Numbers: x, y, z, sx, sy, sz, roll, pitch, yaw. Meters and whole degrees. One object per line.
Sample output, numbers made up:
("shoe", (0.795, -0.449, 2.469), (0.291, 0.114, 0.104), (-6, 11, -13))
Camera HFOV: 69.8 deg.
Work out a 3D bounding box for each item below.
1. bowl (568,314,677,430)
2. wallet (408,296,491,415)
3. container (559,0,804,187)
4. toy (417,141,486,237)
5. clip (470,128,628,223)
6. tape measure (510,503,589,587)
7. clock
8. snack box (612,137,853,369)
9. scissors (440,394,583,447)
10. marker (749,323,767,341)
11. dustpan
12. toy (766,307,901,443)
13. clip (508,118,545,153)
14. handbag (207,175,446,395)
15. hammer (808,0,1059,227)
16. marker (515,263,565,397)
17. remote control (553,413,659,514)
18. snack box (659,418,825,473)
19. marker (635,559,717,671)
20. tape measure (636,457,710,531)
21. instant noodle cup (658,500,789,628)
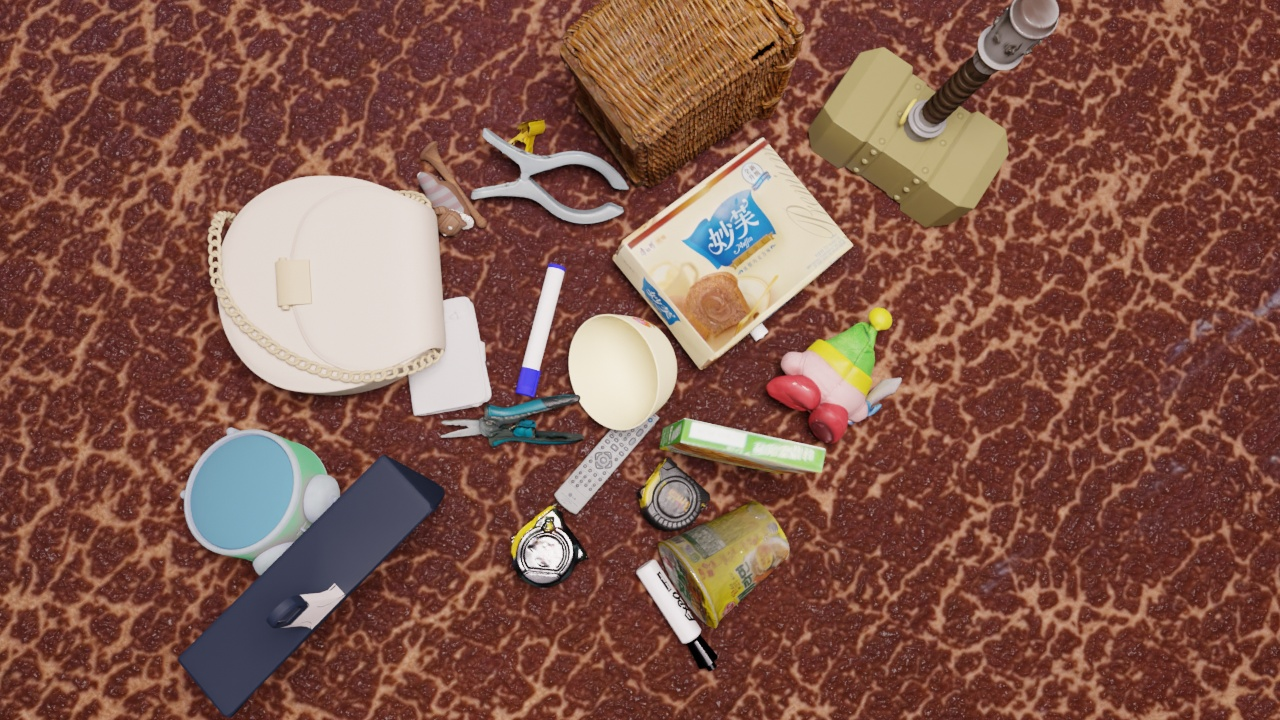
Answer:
("bowl", (-0.006, 0.005, 0.941), (0.073, 0.118, 0.118), (-17, 83, -49))
("wallet", (-0.203, -0.004, 0.955), (0.086, 0.032, 0.116), (-7, 85, 5))
("container", (0.031, -0.289, 0.907), (0.183, 0.250, 0.162), (-37, 87, 0))
("toy", (-0.208, -0.174, 0.968), (0.054, 0.042, 0.102), (-39, 96, -31))
("clip", (-0.090, -0.204, 0.962), (0.163, 0.028, 0.108), (8, 110, -10))
("tape measure", (-0.096, 0.193, 0.933), (0.072, 0.042, 0.071), (-33, 89, -12))
("clock", (-0.355, 0.142, 0.887), (0.162, 0.075, 0.121), (30, 80, 20))
("snack box", (0.097, -0.114, 0.962), (0.207, 0.055, 0.153), (-39, 88, -18))
("scissors", (-0.124, 0.066, 0.946), (0.149, 0.019, 0.122), (30, 112, -21))
("marker", (0.092, -0.078, 0.993), (0.133, 0.017, 0.020), (52, 45, 3))
("dustpan", (-0.271, 0.198, 0.794), (0.080, 0.273, 0.236), (42, 81, 16))
("toy", (0.215, 0.014, 0.959), (0.124, 0.097, 0.131), (40, 62, -5))
("clip", (-0.120, -0.236, 0.986), (0.035, 0.052, 0.046), (40, 112, -3))
("handbag", (-0.302, -0.071, 0.913), (0.208, 0.103, 0.210), (-5, 86, -3))
("hammer", (0.298, -0.253, 0.874), (0.190, 0.325, 0.100), (34, 81, 0))
("marker", (-0.105, -0.032, 0.970), (0.020, 0.020, 0.141), (14, 82, -3))
("remote control", (-0.036, 0.101, 0.962), (0.033, 0.013, 0.136), (41, 82, 1))
("snack box", (0.093, 0.086, 0.896), (0.132, 0.168, 0.027), (12, 82, -3))
("marker", (0.039, 0.263, 0.943), (0.025, 0.025, 0.126), (-33, 87, -8))
("tape measure", (0.032, 0.146, 0.952), (0.067, 0.038, 0.062), (40, 73, -2))
("instant noodle cup", (0.088, 0.199, 0.926), (0.108, 0.102, 0.102), (-30, 86, -16))
